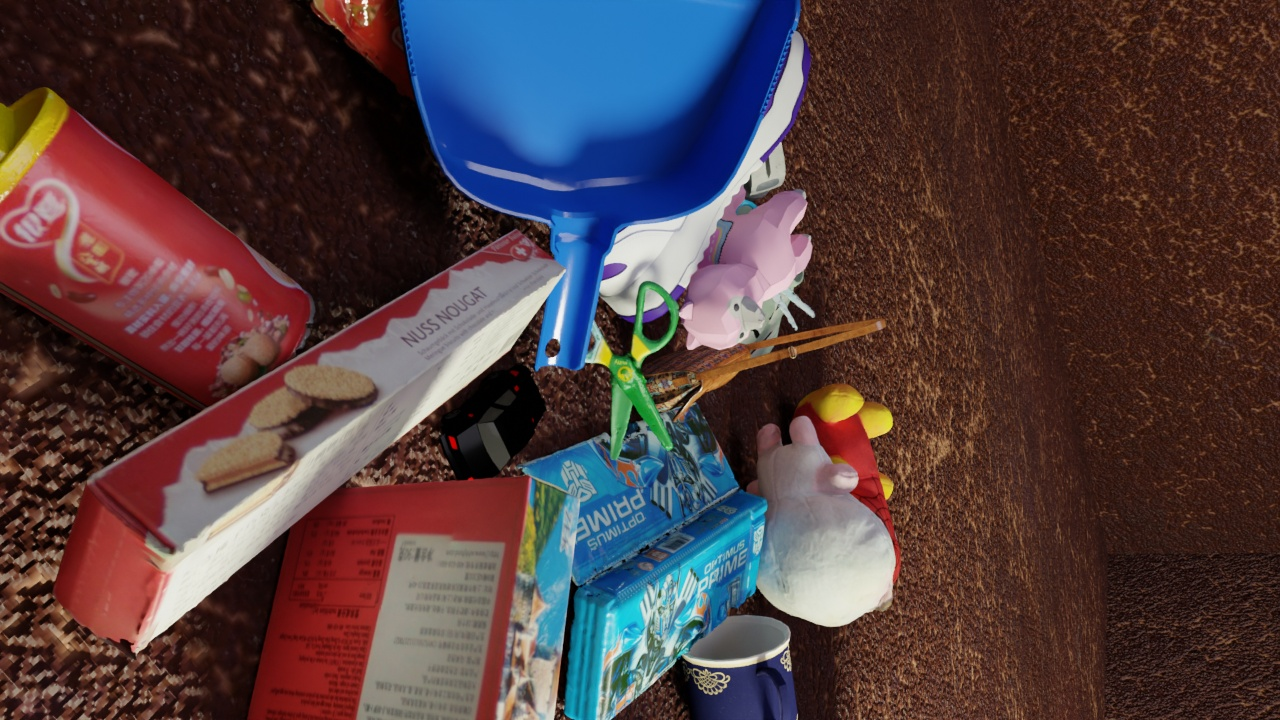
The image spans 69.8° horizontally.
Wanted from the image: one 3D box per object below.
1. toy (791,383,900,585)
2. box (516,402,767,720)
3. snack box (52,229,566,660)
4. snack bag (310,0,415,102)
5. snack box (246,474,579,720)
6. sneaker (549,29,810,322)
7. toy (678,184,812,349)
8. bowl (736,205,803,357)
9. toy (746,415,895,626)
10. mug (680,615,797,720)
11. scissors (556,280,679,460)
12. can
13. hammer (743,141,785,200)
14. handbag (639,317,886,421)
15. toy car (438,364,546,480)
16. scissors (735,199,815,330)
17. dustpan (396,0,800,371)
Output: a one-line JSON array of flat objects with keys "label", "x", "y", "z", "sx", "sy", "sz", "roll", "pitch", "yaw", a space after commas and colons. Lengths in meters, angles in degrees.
[{"label": "toy", "x": 0.200, "y": 0.137, "z": 0.904, "sx": 0.147, "sy": 0.099, "sz": 0.216, "roll": 21, "pitch": 64, "yaw": -43}, {"label": "box", "x": 0.022, "y": 0.129, "z": 0.660, "sx": 0.242, "sy": 0.060, "sz": 0.175, "roll": -15, "pitch": 95, "yaw": -58}, {"label": "snack box", "x": -0.125, "y": 0.015, "z": 0.410, "sx": 0.044, "sy": 0.077, "sz": 0.272, "roll": 40, "pitch": 34, "yaw": 1}, {"label": "snack bag", "x": -0.124, "y": -0.190, "z": 0.527, "sx": 0.155, "sy": 0.044, "sz": 0.087, "roll": 35, "pitch": 67, "yaw": -57}, {"label": "snack box", "x": -0.100, "y": 0.125, "z": 0.387, "sx": 0.040, "sy": 0.143, "sz": 0.144, "roll": 34, "pitch": 56, "yaw": -51}, {"label": "sneaker", "x": 0.020, "y": -0.155, "z": 0.646, "sx": 0.111, "sy": 0.092, "sz": 0.244, "roll": 36, "pitch": 80, "yaw": -30}, {"label": "toy", "x": 0.064, "y": -0.072, "z": 0.689, "sx": 0.157, "sy": 0.123, "sz": 0.067, "roll": -46, "pitch": 137, "yaw": -32}, {"label": "bowl", "x": 0.112, "y": -0.084, "z": 0.843, "sx": 0.174, "sy": 0.068, "sz": 0.174, "roll": 21, "pitch": 65, "yaw": -52}, {"label": "toy", "x": 0.142, "y": 0.138, "z": 0.786, "sx": 0.101, "sy": 0.139, "sz": 0.179, "roll": -1, "pitch": 74, "yaw": -41}, {"label": "mug", "x": 0.081, "y": 0.252, "z": 0.682, "sx": 0.085, "sy": 0.112, "sz": 0.089, "roll": -10, "pitch": 95, "yaw": -23}, {"label": "scissors", "x": -0.019, "y": 0.009, "z": 0.620, "sx": 0.012, "sy": 0.108, "sz": 0.132, "roll": -55, "pitch": 155, "yaw": -80}, {"label": "can", "x": -0.194, "y": -0.036, "z": 0.348, "sx": 0.124, "sy": 0.067, "sz": 0.066, "roll": 47, "pitch": 46, "yaw": -43}, {"label": "hammer", "x": 0.065, "y": -0.301, "z": 0.812, "sx": 0.139, "sy": 0.035, "sz": 0.312, "roll": -77, "pitch": 149, "yaw": -88}, {"label": "handbag", "x": 0.088, "y": 0.002, "z": 0.664, "sx": 0.093, "sy": 0.196, "sz": 0.043, "roll": -26, "pitch": 99, "yaw": -54}, {"label": "toy car", "x": -0.081, "y": 0.036, "z": 0.538, "sx": 0.091, "sy": 0.036, "sz": 0.042, "roll": -50, "pitch": 124, "yaw": -50}, {"label": "scissors", "x": 0.095, "y": -0.073, "z": 0.786, "sx": 0.083, "sy": 0.016, "sz": 0.135, "roll": -28, "pitch": 86, "yaw": -23}, {"label": "dustpan", "x": -0.037, "y": -0.114, "z": 0.545, "sx": 0.245, "sy": 0.059, "sz": 0.258, "roll": -1, "pitch": 121, "yaw": -26}]
